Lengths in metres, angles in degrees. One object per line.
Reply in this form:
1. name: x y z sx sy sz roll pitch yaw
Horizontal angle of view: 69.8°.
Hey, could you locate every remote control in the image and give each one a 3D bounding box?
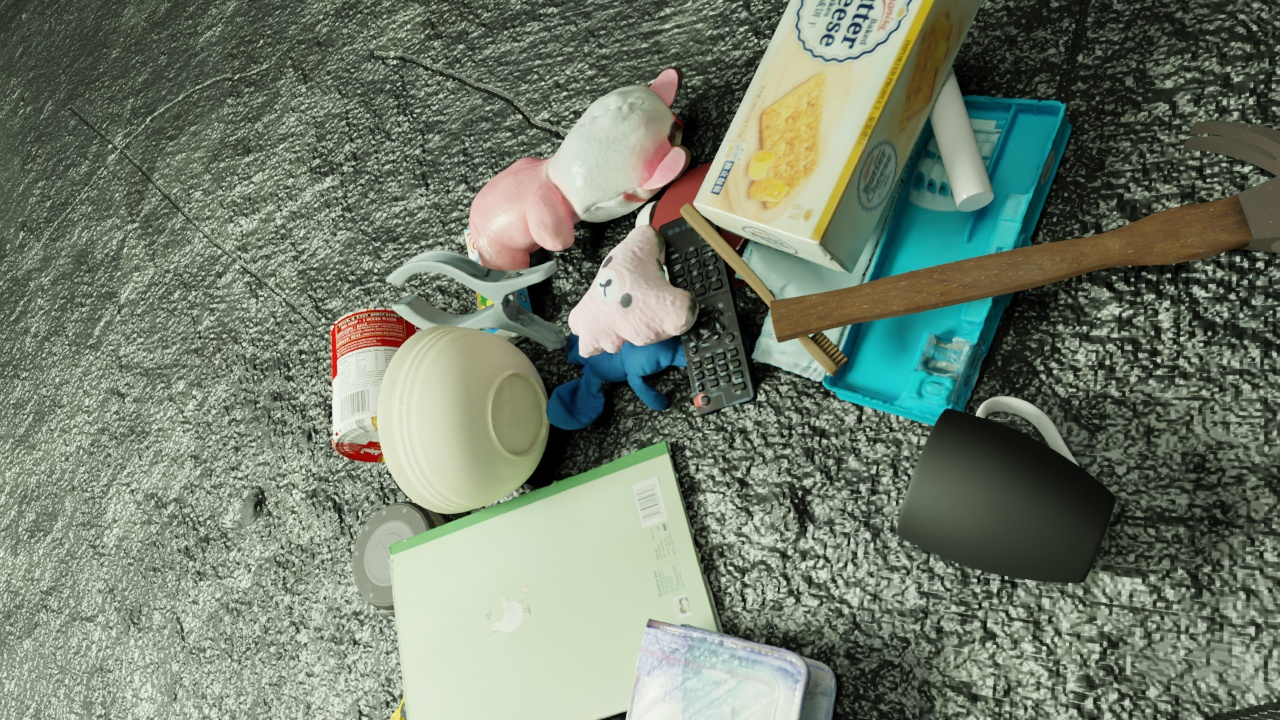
1. remote control: 0.050 -0.036 0.662 0.047 0.022 0.150 -18 70 25

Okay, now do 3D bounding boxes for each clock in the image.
1. clock: -0.197 0.172 0.780 0.091 0.043 0.122 -41 56 8
2. clock: 0.050 -0.099 0.724 0.138 0.048 0.096 -28 59 21

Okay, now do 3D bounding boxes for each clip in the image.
1. clip: -0.140 -0.067 0.762 0.163 0.108 0.027 10 34 18

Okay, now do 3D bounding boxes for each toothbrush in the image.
1. toothbrush: 0.082 -0.053 0.630 0.016 0.016 0.167 -42 67 5

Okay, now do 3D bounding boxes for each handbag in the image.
1. handbag: 0.046 0.252 0.574 0.127 0.069 0.158 3 73 34

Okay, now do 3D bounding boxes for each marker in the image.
1. marker: 0.202 -0.161 0.606 0.027 0.023 0.133 -12 68 9

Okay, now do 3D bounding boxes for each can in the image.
1. can: -0.238 0.023 0.839 0.087 0.086 0.116 -25 59 23

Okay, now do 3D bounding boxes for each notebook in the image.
1. notebook: -0.072 0.183 0.686 0.253 0.010 0.181 -22 62 12

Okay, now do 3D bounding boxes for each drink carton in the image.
1. drink carton: -0.129 -0.075 0.837 0.044 0.038 0.128 -28 60 21

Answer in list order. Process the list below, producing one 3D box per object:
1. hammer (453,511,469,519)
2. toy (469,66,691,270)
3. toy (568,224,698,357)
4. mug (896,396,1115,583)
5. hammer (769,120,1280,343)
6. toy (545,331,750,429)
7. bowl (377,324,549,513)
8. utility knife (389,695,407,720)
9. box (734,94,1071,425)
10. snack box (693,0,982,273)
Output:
1. hammer: -0.084 0.213 0.710 0.095 0.015 0.325 -45 53 10
2. toy: -0.049 -0.154 0.769 0.214 0.084 0.141 -24 35 28
3. toy: -0.011 -0.041 0.661 0.096 0.052 0.099 -34 54 15
4. mug: 0.219 0.072 0.536 0.100 0.085 0.118 21 53 25
5. hammer: 0.239 -0.059 0.555 0.323 0.033 0.115 -12 71 15
6. toy: -0.004 0.004 0.709 0.177 0.071 0.112 -4 58 32
7. bowl: -0.121 0.044 0.713 0.075 0.150 0.150 -4 69 33
8. utility knife: -0.174 0.251 0.755 0.030 0.017 0.162 17 78 27
9. box: 0.170 -0.084 0.637 0.185 0.056 0.226 19 83 29
10. snack box: 0.131 -0.172 0.608 0.104 0.057 0.208 27 92 37
